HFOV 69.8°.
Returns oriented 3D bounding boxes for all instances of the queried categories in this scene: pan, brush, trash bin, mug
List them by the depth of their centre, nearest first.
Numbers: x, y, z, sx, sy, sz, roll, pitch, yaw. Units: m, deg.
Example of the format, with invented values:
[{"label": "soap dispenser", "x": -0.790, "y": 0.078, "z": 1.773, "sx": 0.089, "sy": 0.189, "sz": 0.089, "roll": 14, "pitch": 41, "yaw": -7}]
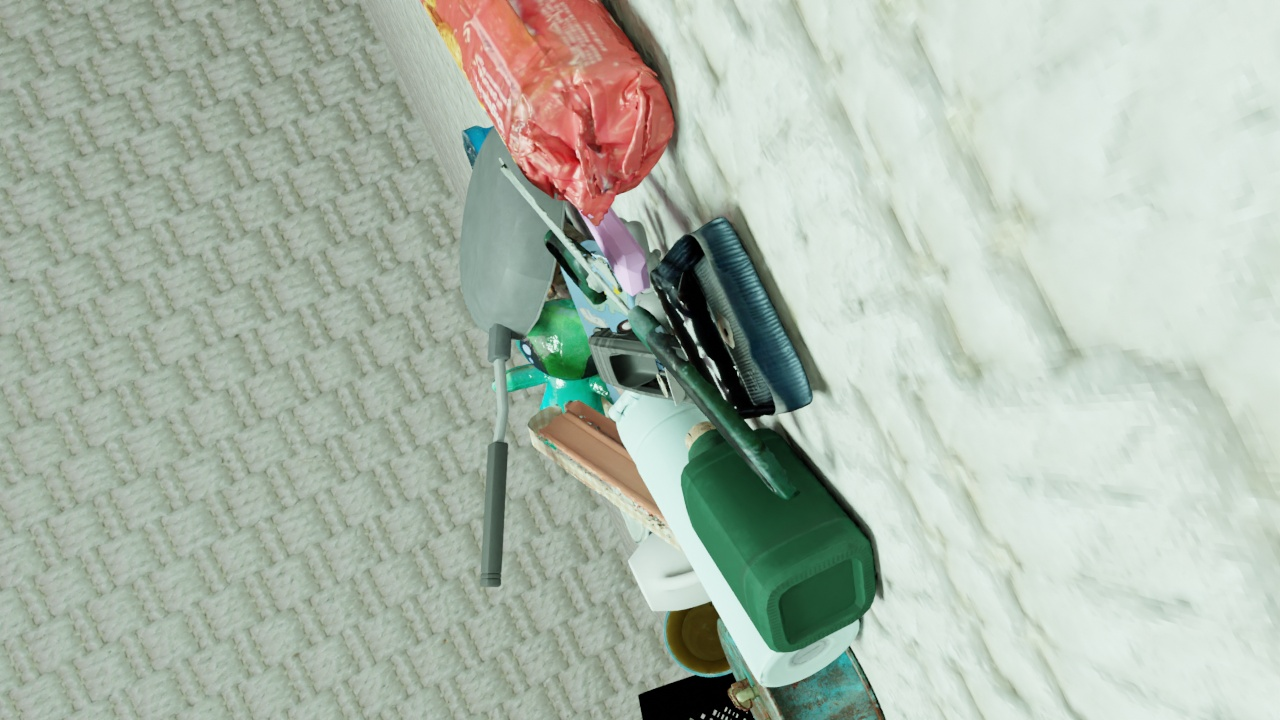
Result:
[{"label": "brush", "x": -0.037, "y": -0.129, "z": 0.519, "sx": 0.228, "sy": 0.043, "sz": 0.089, "roll": 59, "pitch": 170, "yaw": 32}, {"label": "pan", "x": -0.104, "y": -0.018, "z": 0.672, "sx": 0.179, "sy": 0.041, "sz": 0.356, "roll": 153, "pitch": 121, "yaw": -64}, {"label": "mug", "x": 0.042, "y": 0.153, "z": 0.693, "sx": 0.071, "sy": 0.089, "sz": 0.107, "roll": 65, "pitch": 172, "yaw": 1}, {"label": "mug", "x": 0.068, "y": 0.248, "z": 0.893, "sx": 0.104, "sy": 0.084, "sz": 0.112, "roll": 72, "pitch": -161, "yaw": -72}, {"label": "trash bin", "x": 0.089, "y": 0.444, "z": 0.995, "sx": 0.196, "sy": 0.195, "sz": 0.199, "roll": 91, "pitch": 162, "yaw": -72}]

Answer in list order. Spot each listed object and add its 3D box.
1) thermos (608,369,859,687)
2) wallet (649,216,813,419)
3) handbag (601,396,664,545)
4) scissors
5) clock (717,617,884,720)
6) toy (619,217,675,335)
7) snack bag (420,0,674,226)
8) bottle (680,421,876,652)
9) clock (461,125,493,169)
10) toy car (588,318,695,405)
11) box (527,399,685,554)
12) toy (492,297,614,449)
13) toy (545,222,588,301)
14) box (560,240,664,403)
[{"label": "thermos", "x": 0.049, "y": 0.090, "z": 0.556, "sx": 0.077, "sy": 0.065, "sz": 0.206, "roll": 14, "pitch": -147, "yaw": -41}, {"label": "wallet", "x": 0.041, "y": -0.014, "z": 0.433, "sx": 0.089, "sy": 0.026, "sz": 0.115, "roll": 64, "pitch": 171, "yaw": 0}, {"label": "handbag", "x": -0.009, "y": 0.085, "z": 0.865, "sx": 0.194, "sy": 0.072, "sz": 0.139, "roll": 59, "pitch": 168, "yaw": 31}, {"label": "scissors", "x": -0.003, "y": -0.017, "z": 0.460, "sx": 0.201, "sy": 0.015, "sz": 0.202, "roll": 51, "pitch": 178, "yaw": -7}, {"label": "clock", "x": 0.089, "y": 0.197, "z": 0.595, "sx": 0.121, "sy": 0.073, "sz": 0.157, "roll": 116, "pitch": 129, "yaw": -79}, {"label": "toy", "x": 0.010, "y": -0.035, "z": 0.549, "sx": 0.049, "sy": 0.030, "sz": 0.112, "roll": 24, "pitch": 146, "yaw": 55}, {"label": "snack bag", "x": -0.050, "y": -0.150, "z": 0.434, "sx": 0.176, "sy": 0.082, "sz": 0.082, "roll": 59, "pitch": 170, "yaw": 27}, {"label": "bottle", "x": 0.059, "y": 0.076, "z": 0.468, "sx": 0.131, "sy": 0.061, "sz": 0.061, "roll": -126, "pitch": 16, "yaw": -50}, {"label": "clock", "x": -0.111, "y": -0.152, "z": 0.856, "sx": 0.117, "sy": 0.060, "sz": 0.161, "roll": 49, "pitch": 164, "yaw": 57}, {"label": "toy car", "x": 0.011, "y": 0.004, "z": 0.529, "sx": 0.092, "sy": 0.037, "sz": 0.040, "roll": 10, "pitch": 135, "yaw": 33}, {"label": "box", "x": -0.002, "y": 0.077, "z": 0.663, "sx": 0.187, "sy": 0.085, "sz": 0.048, "roll": 31, "pitch": 131, "yaw": 38}, {"label": "toy", "x": -0.055, "y": 0.005, "z": 0.752, "sx": 0.072, "sy": 0.131, "sz": 0.194, "roll": -74, "pitch": -10, "yaw": -46}, {"label": "toy", "x": -0.067, "y": -0.067, "z": 0.777, "sx": 0.074, "sy": 0.085, "sz": 0.106, "roll": 44, "pitch": 177, "yaw": -41}, {"label": "box", "x": -0.006, "y": 0.006, "z": 0.658, "sx": 0.066, "sy": 0.037, "sz": 0.210, "roll": 16, "pitch": 141, "yaw": 31}]
